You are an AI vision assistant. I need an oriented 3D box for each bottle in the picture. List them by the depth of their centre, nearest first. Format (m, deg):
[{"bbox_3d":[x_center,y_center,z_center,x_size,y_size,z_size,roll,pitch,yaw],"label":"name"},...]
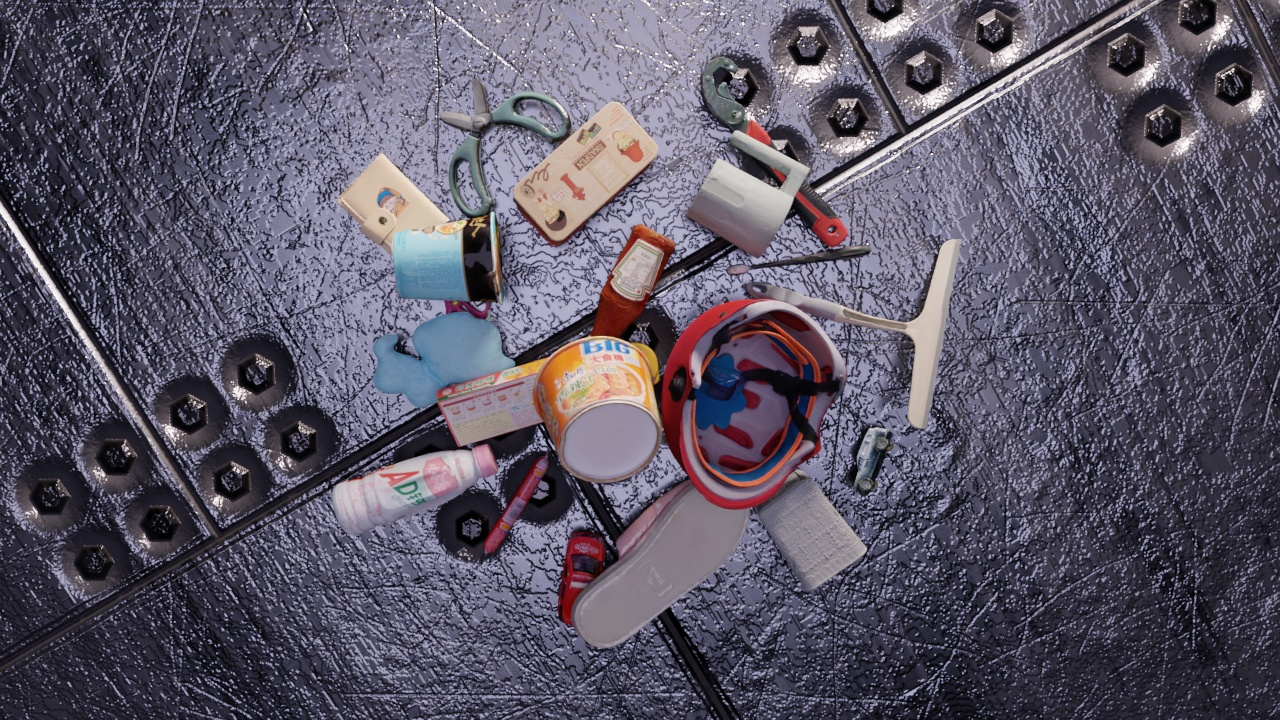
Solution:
[{"bbox_3d":[-0.027,-0.064,1.117,0.060,0.059,0.206,27,97,-4],"label":"bottle"},{"bbox_3d":[-0.274,0.154,1.130,0.197,0.068,0.068,-19,95,-3],"label":"bottle"}]

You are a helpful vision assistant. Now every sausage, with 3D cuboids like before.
[{"bbox_3d":[-0.155,0.181,1.156,0.020,0.020,0.156,32,94,-4],"label":"sausage"}]

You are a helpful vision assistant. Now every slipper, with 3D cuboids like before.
[{"bbox_3d":[0.025,0.246,1.145,0.274,0.054,0.114,-43,102,-8],"label":"slipper"}]

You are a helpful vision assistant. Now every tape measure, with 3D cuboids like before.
[{"bbox_3d":[-0.007,0.007,1.138,0.060,0.029,0.057,-5,95,-1],"label":"tape measure"}]

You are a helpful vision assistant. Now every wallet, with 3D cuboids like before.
[{"bbox_3d":[-0.304,-0.181,1.117,0.115,0.024,0.087,44,92,-6],"label":"wallet"}]

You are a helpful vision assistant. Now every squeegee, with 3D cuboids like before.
[{"bbox_3d":[0.249,-0.058,1.133,0.246,0.039,0.246,13,77,3],"label":"squeegee"}]

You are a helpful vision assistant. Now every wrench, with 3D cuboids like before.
[{"bbox_3d":[0.162,-0.251,1.124,0.056,0.016,0.273,-37,94,3],"label":"wrench"}]

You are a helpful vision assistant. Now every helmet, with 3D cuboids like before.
[{"bbox_3d":[0.110,0.042,1.080,0.206,0.144,0.240,26,90,-28],"label":"helmet"}]

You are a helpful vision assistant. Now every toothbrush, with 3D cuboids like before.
[{"bbox_3d":[0.198,-0.124,1.137,0.181,0.018,0.015,-9,92,-2],"label":"toothbrush"}]

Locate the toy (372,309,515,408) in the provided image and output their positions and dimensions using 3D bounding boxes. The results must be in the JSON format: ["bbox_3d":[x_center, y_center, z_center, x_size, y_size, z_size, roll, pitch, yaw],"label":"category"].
[{"bbox_3d":[-0.239,-0.004,1.120,0.161,0.049,0.156,28,109,-16],"label":"toy"}]

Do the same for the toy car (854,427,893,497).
[{"bbox_3d":[0.289,0.127,1.150,0.034,0.043,0.090,20,92,24],"label":"toy car"}]

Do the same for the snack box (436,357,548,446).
[{"bbox_3d":[-0.162,0.050,1.123,0.156,0.027,0.077,-16,126,0],"label":"snack box"}]

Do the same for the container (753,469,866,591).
[{"bbox_3d":[0.203,0.205,1.133,0.090,0.090,0.114,-36,92,2],"label":"container"}]

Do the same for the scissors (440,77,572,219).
[{"bbox_3d":[-0.166,-0.250,1.103,0.174,0.019,0.170,8,97,13],"label":"scissors"}]

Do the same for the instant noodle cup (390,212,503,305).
[{"bbox_3d":[-0.226,-0.115,1.079,0.120,0.111,0.111,-4,95,-4],"label":"instant noodle cup"}]

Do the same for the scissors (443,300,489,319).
[{"bbox_3d":[-0.243,-0.094,1.132,0.063,0.017,0.135,-42,91,7],"label":"scissors"}]

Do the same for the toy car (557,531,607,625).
[{"bbox_3d":[-0.074,0.276,1.155,0.053,0.045,0.120,8,93,-3],"label":"toy car"}]

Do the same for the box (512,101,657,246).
[{"bbox_3d":[-0.066,-0.217,1.098,0.168,0.079,0.091,-42,94,-3],"label":"box"}]

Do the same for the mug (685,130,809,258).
[{"bbox_3d":[0.127,-0.200,1.096,0.103,0.083,0.124,29,91,-2],"label":"mug"}]

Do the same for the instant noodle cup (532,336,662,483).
[{"bbox_3d":[-0.045,0.064,1.072,0.151,0.111,0.152,-7,124,-10],"label":"instant noodle cup"}]
